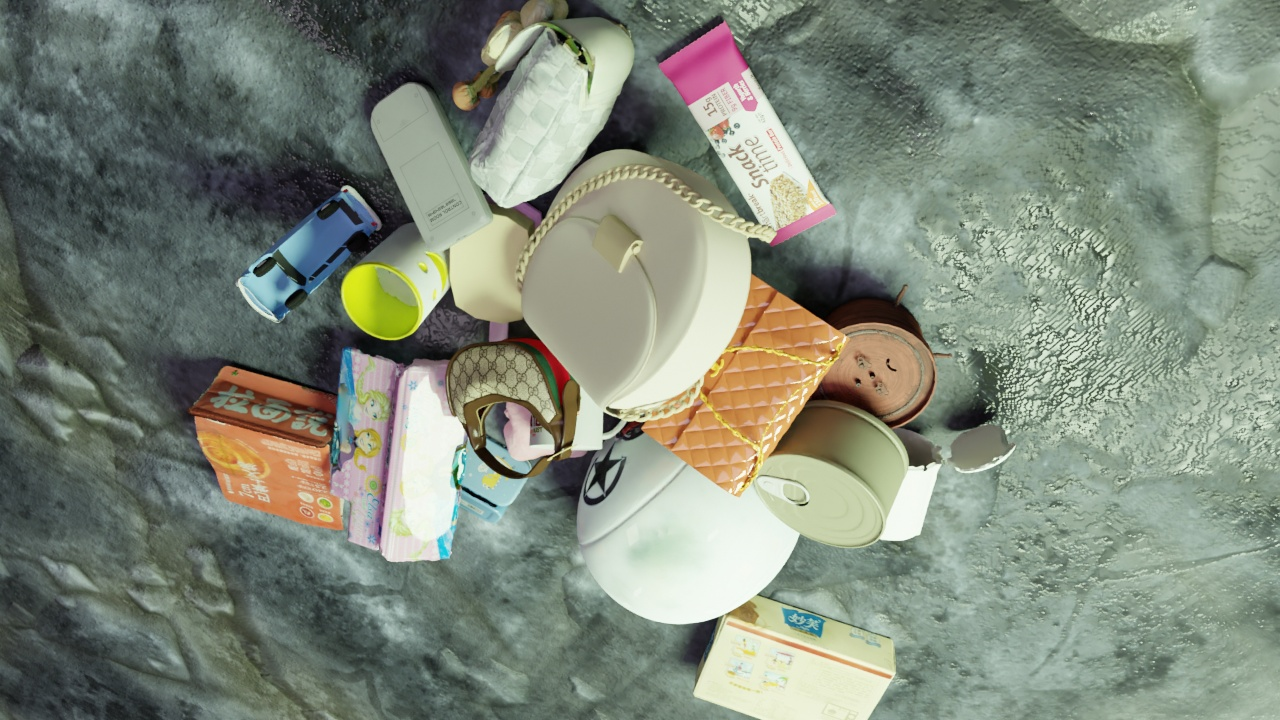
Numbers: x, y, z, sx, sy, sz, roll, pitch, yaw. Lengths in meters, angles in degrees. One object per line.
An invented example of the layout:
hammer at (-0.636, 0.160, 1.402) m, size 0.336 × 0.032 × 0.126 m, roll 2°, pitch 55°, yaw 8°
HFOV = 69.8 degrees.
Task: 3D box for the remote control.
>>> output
remote control at (-0.199, -0.184, 0.866) m, size 0.074 × 0.019 × 0.151 m, roll -25°, pitch 91°, yaw 25°

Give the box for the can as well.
can at (0.179, 0.106, 0.860) m, size 0.128 × 0.073 × 0.128 m, roll 23°, pitch 144°, yaw 18°

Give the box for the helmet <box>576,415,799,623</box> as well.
helmet at (0.052, 0.173, 0.965) m, size 0.265 × 0.163 × 0.236 m, roll -36°, pitch 108°, yaw 29°

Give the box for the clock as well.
clock at (0.205, 0.006, 0.877) m, size 0.158 × 0.072 × 0.120 m, roll -29°, pitch 110°, yaw 26°

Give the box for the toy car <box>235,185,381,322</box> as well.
toy car at (-0.329, -0.106, 0.910) m, size 0.055 × 0.153 × 0.056 m, roll 9°, pitch 143°, yaw 53°

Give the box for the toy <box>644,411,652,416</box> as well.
toy at (0.045, 0.000, 0.895) m, size 0.124 × 0.097 × 0.131 m, roll -39°, pitch 128°, yaw -9°

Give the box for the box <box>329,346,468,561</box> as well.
box at (-0.270, 0.106, 1.012) m, size 0.159 × 0.066 × 0.231 m, roll 9°, pitch 103°, yaw -3°

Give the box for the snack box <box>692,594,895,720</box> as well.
snack box at (0.183, 0.376, 1.120) m, size 0.207 × 0.055 × 0.154 m, roll 18°, pitch 123°, yaw 3°

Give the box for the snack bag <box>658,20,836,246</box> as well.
snack bag at (0.097, -0.195, 0.815) m, size 0.070 × 0.016 × 0.196 m, roll -25°, pitch 112°, yaw 27°

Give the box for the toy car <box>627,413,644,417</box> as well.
toy car at (-0.006, 0.006, 0.935) m, size 0.033 × 0.048 × 0.105 m, roll 16°, pitch 109°, yaw 53°

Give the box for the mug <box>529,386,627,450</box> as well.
mug at (-0.061, 0.046, 0.949) m, size 0.105 × 0.074 × 0.089 m, roll 4°, pitch 80°, yaw -13°

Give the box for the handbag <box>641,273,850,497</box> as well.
handbag at (0.094, 0.023, 0.821) m, size 0.109 × 0.060 × 0.172 m, roll 36°, pitch 99°, yaw 16°

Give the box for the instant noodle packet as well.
instant noodle packet at (-0.444, 0.129, 1.122) m, size 0.164 × 0.083 × 0.221 m, roll 14°, pitch 132°, yaw -1°

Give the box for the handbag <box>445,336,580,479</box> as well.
handbag at (-0.121, 0.047, 0.905) m, size 0.167 × 0.063 × 0.138 m, roll -3°, pitch 97°, yaw 39°

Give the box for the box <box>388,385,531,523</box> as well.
box at (-0.239, 0.114, 1.069) m, size 0.209 × 0.049 × 0.121 m, roll 32°, pitch 124°, yaw -8°

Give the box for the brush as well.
brush at (-0.149, -0.057, 0.944) m, size 0.089 × 0.043 × 0.229 m, roll 12°, pitch 123°, yaw 6°

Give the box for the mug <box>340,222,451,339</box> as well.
mug at (-0.236, -0.081, 0.913) m, size 0.082 × 0.106 × 0.083 m, roll 6°, pitch 122°, yaw 10°

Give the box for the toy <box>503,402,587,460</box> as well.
toy at (-0.114, 0.074, 1.011) m, size 0.103 × 0.050 × 0.093 m, roll -11°, pitch 121°, yaw 23°

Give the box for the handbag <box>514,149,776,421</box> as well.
handbag at (-0.003, -0.073, 0.814) m, size 0.210 × 0.103 × 0.209 m, roll 47°, pitch 117°, yaw 35°

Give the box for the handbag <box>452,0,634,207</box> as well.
handbag at (-0.095, -0.224, 0.791) m, size 0.123 × 0.112 × 0.172 m, roll 38°, pitch 123°, yaw 0°

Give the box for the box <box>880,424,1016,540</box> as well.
box at (0.291, 0.118, 0.924) m, size 0.144 × 0.083 × 0.137 m, roll 10°, pitch 122°, yaw 14°
